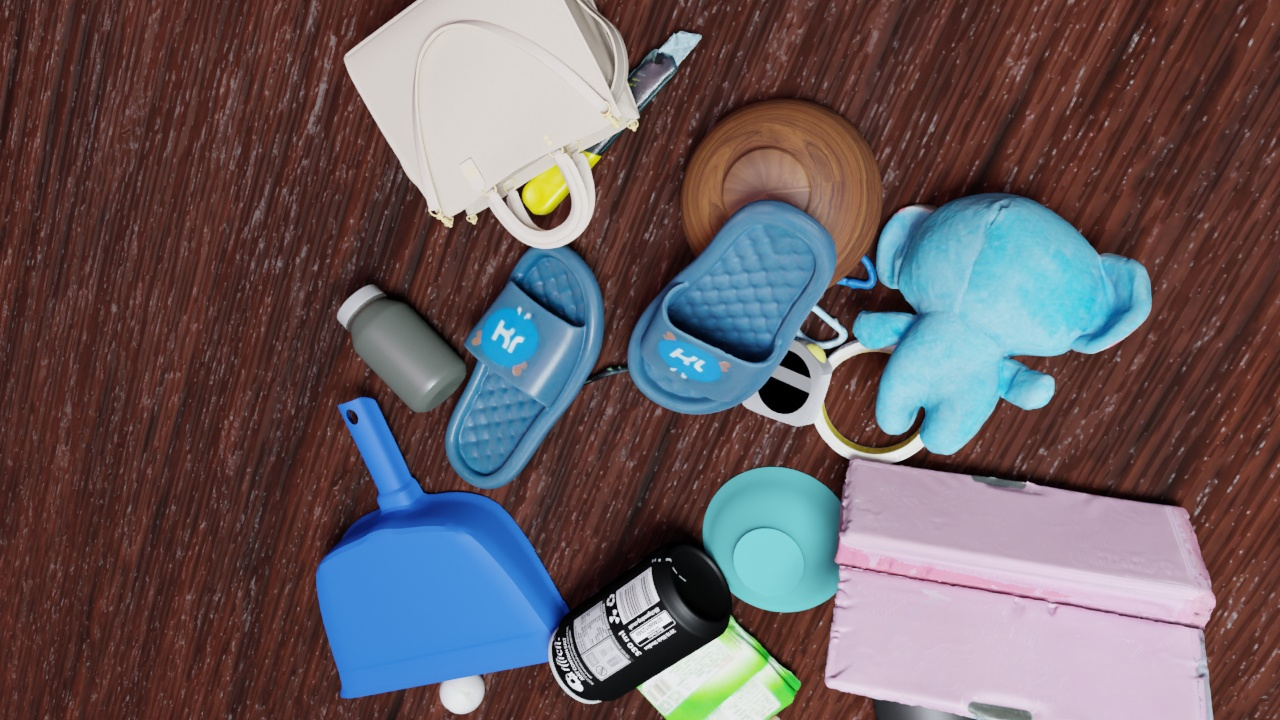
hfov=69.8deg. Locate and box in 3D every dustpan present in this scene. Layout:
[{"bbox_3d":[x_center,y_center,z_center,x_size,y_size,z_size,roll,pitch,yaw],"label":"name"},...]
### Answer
[{"bbox_3d":[-0.209,0.157,0.805,0.246,0.059,0.258,-17,105,20],"label":"dustpan"}]

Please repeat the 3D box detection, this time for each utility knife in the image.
[{"bbox_3d":[-0.024,-0.182,0.702,0.187,0.020,0.029,-43,86,21],"label":"utility knife"}]

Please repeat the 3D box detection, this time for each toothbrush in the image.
[{"bbox_3d":[-0.004,0.004,0.735,0.188,0.014,0.017,-11,96,18],"label":"toothbrush"}]

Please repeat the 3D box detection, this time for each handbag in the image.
[{"bbox_3d":[-0.093,-0.179,0.680,0.195,0.101,0.198,-25,93,23],"label":"handbag"}]

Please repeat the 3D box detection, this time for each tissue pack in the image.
[{"bbox_3d":[0.062,0.269,0.754,0.099,0.034,0.114,46,110,8],"label":"tissue pack"}]

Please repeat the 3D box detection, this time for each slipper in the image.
[{"bbox_3d":[-0.097,0.009,0.730,0.104,0.059,0.214,32,104,23],"label":"slipper"},{"bbox_3d":[0.060,-0.023,0.644,0.104,0.059,0.214,34,136,-4],"label":"slipper"}]

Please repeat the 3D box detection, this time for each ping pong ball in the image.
[{"bbox_3d":[-0.160,0.296,0.825,0.040,0.040,0.040,3,101,17],"label":"ping pong ball"}]

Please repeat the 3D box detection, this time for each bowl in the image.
[{"bbox_3d":[0.103,0.147,0.711,0.121,0.046,0.121,3,101,17],"label":"bowl"},{"bbox_3d":[0.093,-0.114,0.644,0.147,0.068,0.147,1,95,17],"label":"bowl"}]

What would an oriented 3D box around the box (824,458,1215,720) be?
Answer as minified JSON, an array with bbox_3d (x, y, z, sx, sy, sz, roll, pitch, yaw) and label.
[{"bbox_3d":[0.245,0.149,0.600,0.233,0.179,0.051,7,137,11],"label":"box"}]

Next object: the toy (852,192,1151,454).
[{"bbox_3d":[0.226,-0.022,0.611,0.183,0.114,0.180,24,89,34],"label":"toy"}]

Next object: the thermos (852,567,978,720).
[{"bbox_3d":[0.213,0.255,0.673,0.106,0.105,0.218,-15,90,19],"label":"thermos"}]

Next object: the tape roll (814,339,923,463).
[{"bbox_3d":[0.174,0.030,0.681,0.094,0.019,0.094,3,101,17],"label":"tape roll"}]

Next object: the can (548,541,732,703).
[{"bbox_3d":[-0.002,0.210,0.729,0.146,0.080,0.080,-41,86,30],"label":"can"}]

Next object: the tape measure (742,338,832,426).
[{"bbox_3d":[0.109,0.013,0.687,0.065,0.016,0.064,25,109,38],"label":"tape measure"}]

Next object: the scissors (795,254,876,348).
[{"bbox_3d":[0.107,-0.054,0.691,0.133,0.020,0.097,12,100,14],"label":"scissors"}]

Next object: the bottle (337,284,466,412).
[{"bbox_3d":[-0.201,-0.011,0.769,0.108,0.060,0.060,45,109,5],"label":"bottle"}]
